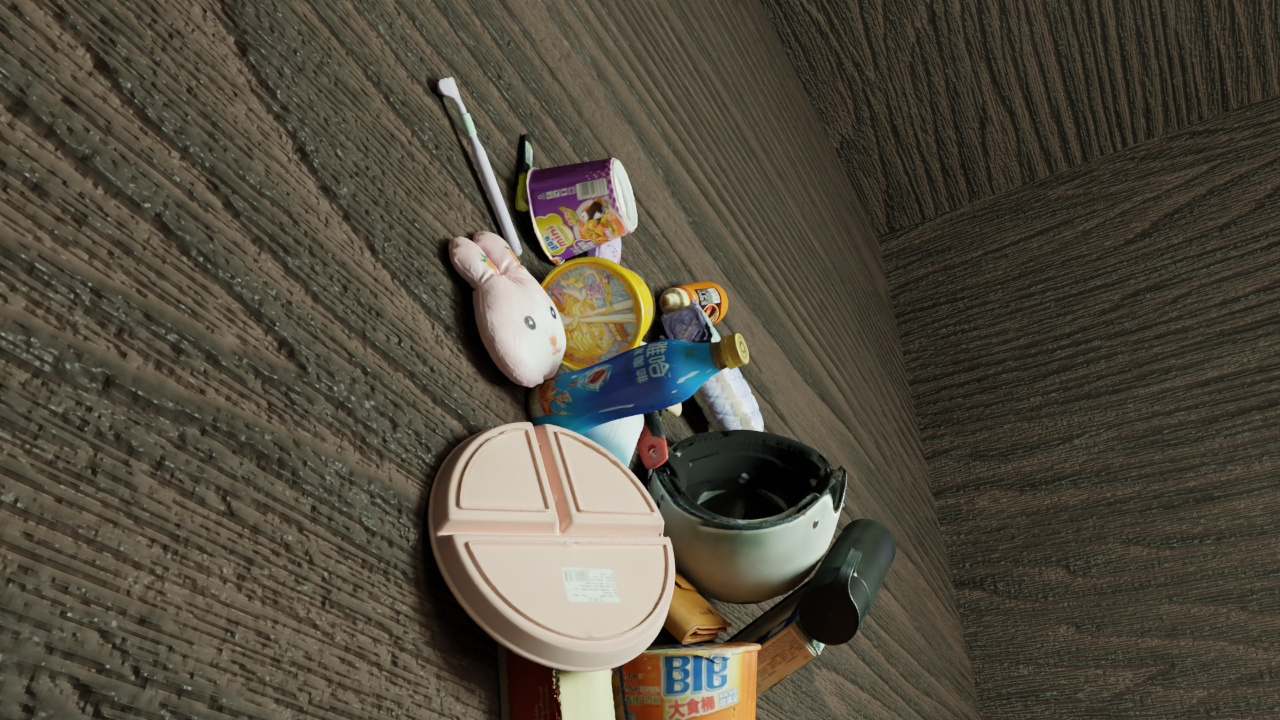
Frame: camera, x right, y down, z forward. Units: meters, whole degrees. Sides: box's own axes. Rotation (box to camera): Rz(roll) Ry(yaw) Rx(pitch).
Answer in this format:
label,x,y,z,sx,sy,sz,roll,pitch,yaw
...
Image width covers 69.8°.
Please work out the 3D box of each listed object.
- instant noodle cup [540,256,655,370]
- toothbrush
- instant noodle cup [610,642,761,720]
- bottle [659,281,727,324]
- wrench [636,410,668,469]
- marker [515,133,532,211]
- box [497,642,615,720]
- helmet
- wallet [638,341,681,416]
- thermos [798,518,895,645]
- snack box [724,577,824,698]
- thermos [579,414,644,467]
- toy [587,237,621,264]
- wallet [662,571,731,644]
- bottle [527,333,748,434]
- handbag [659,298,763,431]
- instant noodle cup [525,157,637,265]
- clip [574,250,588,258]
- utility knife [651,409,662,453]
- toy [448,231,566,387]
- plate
label,x,y,z,sx,sy,sz,roll,pitch,yaw
instant noodle cup,-0.041,-0.054,0.987,0.114,0.119,0.118,-32,102,-74
toothbrush,-0.162,-0.194,0.936,0.189,0.021,0.029,68,22,-11
instant noodle cup,0.041,0.324,0.853,0.151,0.152,0.111,24,60,-60
bottle,0.071,-0.083,1.321,0.149,0.067,0.066,-4,77,-59
wrench,-0.006,0.006,1.054,0.016,0.056,0.273,40,31,-46
marker,-0.130,-0.212,1.028,0.018,0.015,0.124,48,29,-45
box,-0.056,0.293,0.735,0.091,0.076,0.168,33,45,-54
helmet,0.117,0.186,1.054,0.273,0.230,0.157,-51,146,-77
wallet,0.007,0.012,1.133,0.115,0.024,0.087,31,37,-39
thermos,0.230,0.223,0.983,0.090,0.068,0.242,-68,162,13
snack box,0.134,0.319,1.007,0.046,0.178,0.182,51,21,11
thermos,-0.048,0.115,0.898,0.070,0.070,0.219,61,25,-23
toy,-0.042,-0.124,1.089,0.084,0.039,0.107,75,14,-50
wallet,0.023,0.232,0.930,0.132,0.031,0.107,41,7,30
bottle,-0.002,0.021,0.874,0.065,0.219,0.065,47,34,-46
handbag,0.096,0.021,1.259,0.194,0.075,0.134,56,8,-35
instant noodle cup,-0.061,-0.172,1.020,0.111,0.099,0.111,-12,89,-78
clip,-0.065,-0.120,1.101,0.057,0.014,0.047,56,29,-34
utility knife,0.021,0.051,1.162,0.033,0.015,0.180,51,30,-33
toy,-0.125,-0.052,0.874,0.159,0.054,0.121,61,24,-5
plate,-0.064,0.143,0.760,0.229,0.028,0.229,25,39,-23
